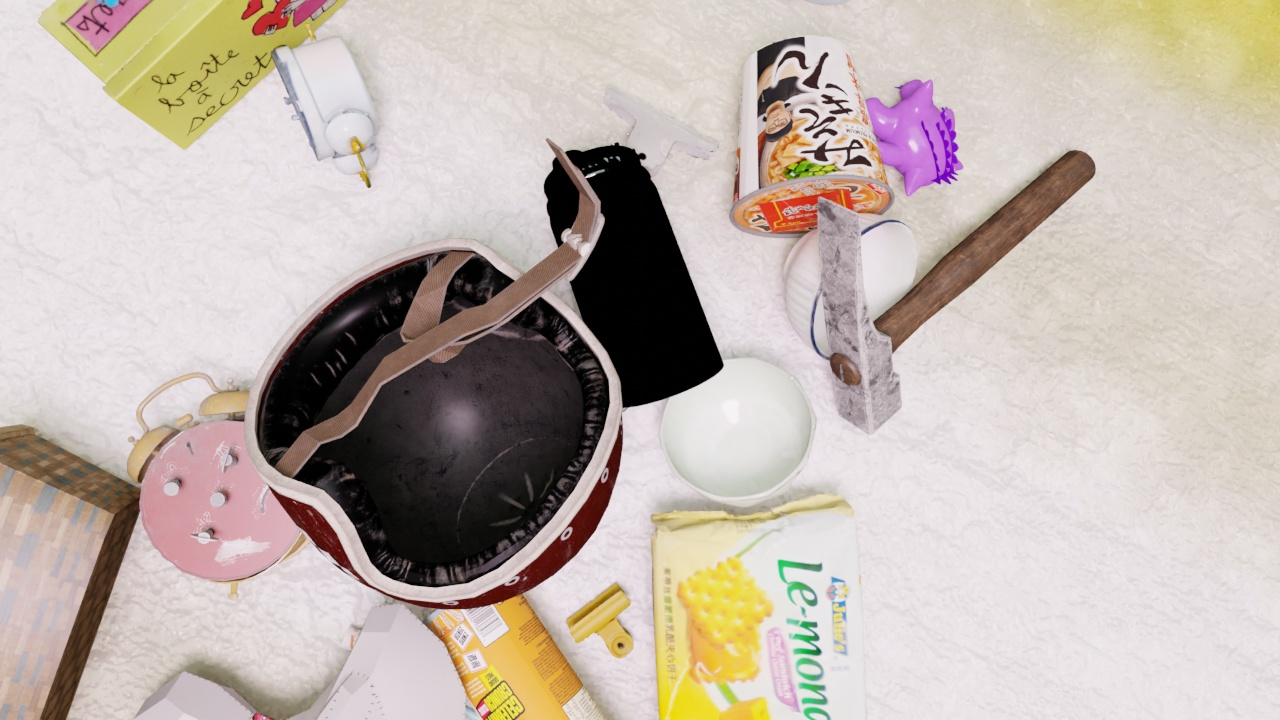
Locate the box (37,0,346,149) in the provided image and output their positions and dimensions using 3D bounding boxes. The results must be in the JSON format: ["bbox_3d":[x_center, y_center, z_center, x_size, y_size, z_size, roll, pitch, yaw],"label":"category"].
[{"bbox_3d":[-0.293,-0.263,0.652,0.082,0.124,0.220,41,82,-1],"label":"box"}]

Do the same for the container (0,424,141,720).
[{"bbox_3d":[-0.464,0.164,0.595,0.186,0.158,0.250,19,85,-17],"label":"container"}]

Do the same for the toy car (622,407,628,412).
[{"bbox_3d":[-0.004,0.004,0.723,0.038,0.027,0.089,43,83,-5],"label":"toy car"}]

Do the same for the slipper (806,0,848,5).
[{"bbox_3d":[0.084,-0.371,0.728,0.245,0.074,0.104,25,83,-7],"label":"slipper"}]

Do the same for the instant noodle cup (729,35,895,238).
[{"bbox_3d":[0.126,-0.173,0.708,0.123,0.124,0.121,-2,78,-8],"label":"instant noodle cup"}]

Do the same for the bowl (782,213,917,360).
[{"bbox_3d":[0.154,-0.065,0.718,0.118,0.118,0.062,-47,49,-7],"label":"bowl"}]

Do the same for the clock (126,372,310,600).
[{"bbox_3d":[-0.298,0.084,0.654,0.117,0.081,0.159,-32,92,-8],"label":"clock"}]

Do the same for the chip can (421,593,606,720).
[{"bbox_3d":[-0.069,0.259,0.661,0.075,0.075,0.215,-35,82,-8],"label":"chip can"}]

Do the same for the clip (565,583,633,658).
[{"bbox_3d":[-0.025,0.207,0.711,0.054,0.044,0.049,-35,67,-9],"label":"clip"}]

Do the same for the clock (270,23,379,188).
[{"bbox_3d":[-0.227,-0.181,0.676,0.057,0.083,0.117,-24,90,-14],"label":"clock"}]

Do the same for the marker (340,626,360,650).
[{"bbox_3d":[-0.155,0.235,0.698,0.145,0.017,0.017,22,85,-5],"label":"marker"}]

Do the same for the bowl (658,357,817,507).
[{"bbox_3d":[0.077,0.062,0.704,0.117,0.061,0.117,-6,60,11],"label":"bowl"}]

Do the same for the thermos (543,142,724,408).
[{"bbox_3d":[-0.013,-0.073,0.682,0.086,0.086,0.198,-18,76,-8],"label":"thermos"}]

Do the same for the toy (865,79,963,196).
[{"bbox_3d":[0.227,-0.182,0.745,0.105,0.056,0.088,-28,101,-28],"label":"toy"}]

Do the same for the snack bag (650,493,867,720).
[{"bbox_3d":[0.087,0.228,0.704,0.159,0.068,0.247,-1,88,-8],"label":"snack bag"}]

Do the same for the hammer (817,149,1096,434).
[{"bbox_3d":[0.253,-0.105,0.706,0.300,0.037,0.218,-38,137,-18],"label":"hammer"}]

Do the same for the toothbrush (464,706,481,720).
[{"bbox_3d":[-0.098,0.291,0.704,0.180,0.016,0.016,31,84,-6],"label":"toothbrush"}]

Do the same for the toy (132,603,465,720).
[{"bbox_3d":[-0.219,0.279,0.632,0.267,0.141,0.247,32,92,9],"label":"toy"}]

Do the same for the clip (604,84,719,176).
[{"bbox_3d":[0.009,-0.175,0.728,0.101,0.046,0.056,27,72,-4],"label":"clip"}]

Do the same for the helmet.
[{"bbox_3d":[-0.123,0.033,0.593,0.232,0.234,0.253,-56,134,-22],"label":"helmet"}]
